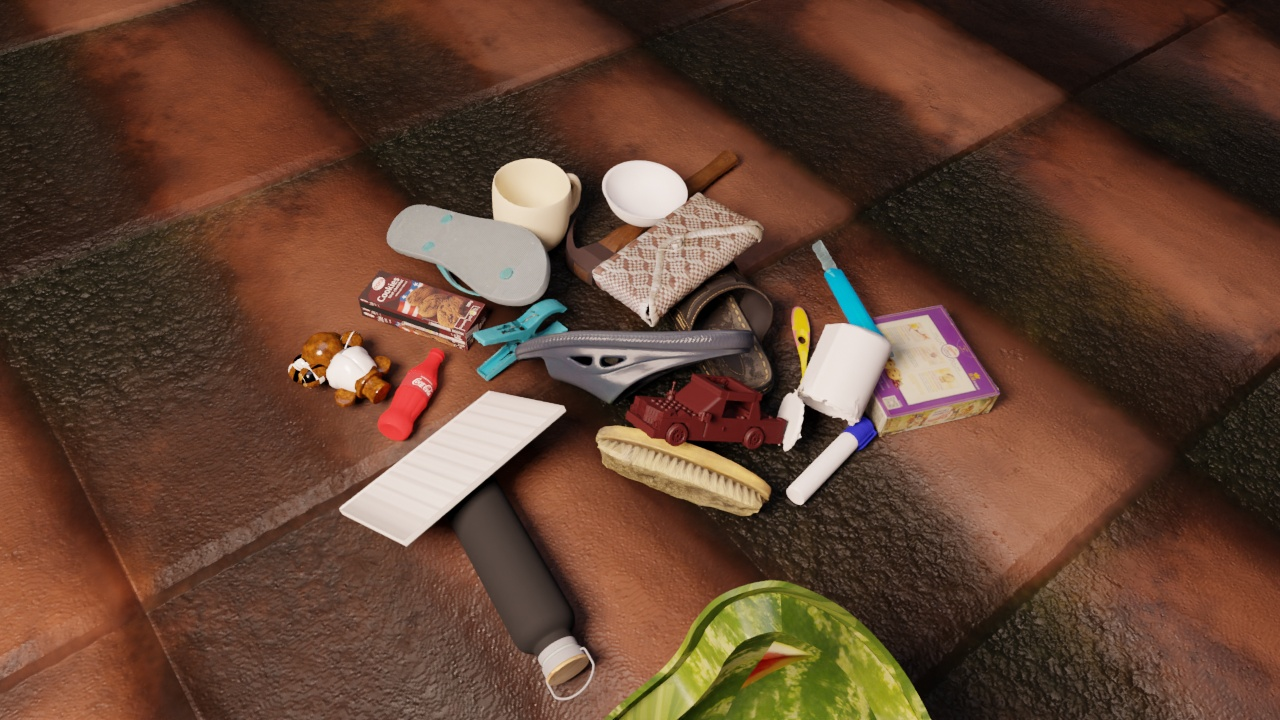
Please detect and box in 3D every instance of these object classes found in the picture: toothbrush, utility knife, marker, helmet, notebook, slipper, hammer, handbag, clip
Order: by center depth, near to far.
[{"bbox_3d":[0.092,0.318,0.688,0.243,0.248,0.212,36,23,-27],"label":"helmet"},{"bbox_3d":[-0.192,0.102,0.937,0.143,0.009,0.209,7,40,48],"label":"notebook"},{"bbox_3d":[0.210,0.110,1.004,0.132,0.023,0.027,-38,85,-30],"label":"marker"},{"bbox_3d":[-0.006,0.006,1.023,0.268,0.110,0.083,-2,91,15],"label":"slipper"},{"bbox_3d":[-0.137,-0.040,1.054,0.126,0.114,0.028,-23,51,-37],"label":"clip"},{"bbox_3d":[0.044,-0.129,1.100,0.185,0.047,0.124,-38,43,-14],"label":"handbag"},{"bbox_3d":[0.090,-0.068,1.104,0.113,0.076,0.267,-10,52,-13],"label":"slipper"},{"bbox_3d":[0.196,-0.018,1.111,0.021,0.016,0.135,1,51,2],"label":"toothbrush"},{"bbox_3d":[0.252,-0.077,1.114,0.031,0.015,0.205,-9,52,-12],"label":"utility knife"},{"bbox_3d":[-0.204,-0.133,1.138,0.269,0.055,0.098,26,76,31],"label":"slipper"},{"bbox_3d":[0.025,-0.202,1.239,0.115,0.033,0.322,36,56,20],"label":"hammer"}]

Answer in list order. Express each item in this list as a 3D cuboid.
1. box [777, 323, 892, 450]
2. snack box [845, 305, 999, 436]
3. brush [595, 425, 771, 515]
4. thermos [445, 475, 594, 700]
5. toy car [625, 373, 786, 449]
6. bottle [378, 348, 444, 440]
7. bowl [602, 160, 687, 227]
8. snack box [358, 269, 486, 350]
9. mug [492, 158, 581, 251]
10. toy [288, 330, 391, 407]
[{"bbox_3d":[0.208,0.035,1.017,0.092,0.083,0.165,26,83,-19],"label":"box"},{"bbox_3d":[0.321,0.009,1.084,0.148,0.041,0.143,-10,53,-13],"label":"snack box"},{"bbox_3d":[0.041,0.115,0.964,0.195,0.059,0.043,19,61,13],"label":"brush"},{"bbox_3d":[-0.113,0.214,0.868,0.061,0.061,0.231,-23,56,-22],"label":"thermos"},{"bbox_3d":[0.075,0.053,0.967,0.169,0.062,0.070,5,15,-33],"label":"toy car"},{"bbox_3d":[-0.250,0.034,1.019,0.036,0.036,0.118,16,51,8],"label":"bottle"},{"bbox_3d":[0.004,-0.208,1.193,0.110,0.041,0.109,4,52,-6],"label":"bowl"},{"bbox_3d":[-0.260,-0.061,1.098,0.141,0.032,0.050,18,52,10],"label":"snack box"},{"bbox_3d":[-0.129,-0.192,1.172,0.120,0.100,0.096,-24,58,-25],"label":"mug"},{"bbox_3d":[-0.330,0.009,1.021,0.112,0.067,0.087,34,56,10],"label":"toy"}]
